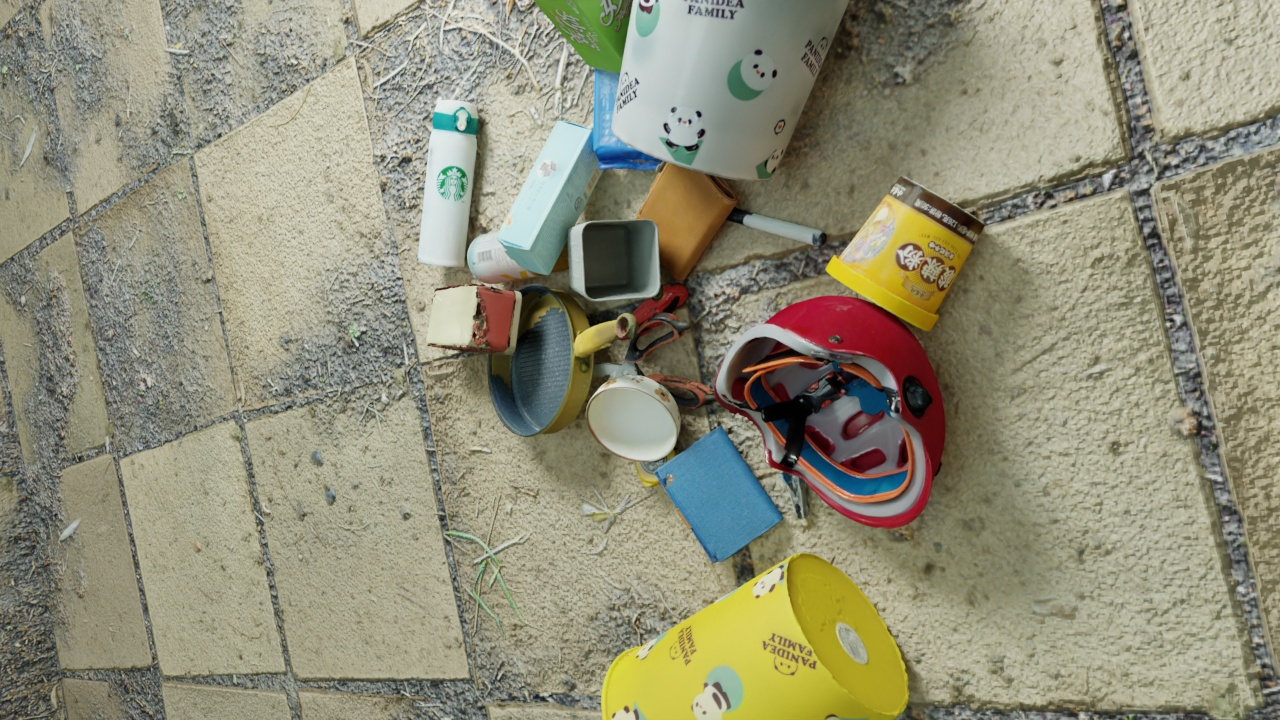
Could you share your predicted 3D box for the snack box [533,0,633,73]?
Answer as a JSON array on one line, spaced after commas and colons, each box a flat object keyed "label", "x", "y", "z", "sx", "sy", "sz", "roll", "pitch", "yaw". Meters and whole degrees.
[{"label": "snack box", "x": -0.023, "y": -0.443, "z": 0.987, "sx": 0.070, "sy": 0.157, "sz": 0.210, "roll": 22, "pitch": 84, "yaw": 30}]

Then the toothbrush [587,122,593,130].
[{"label": "toothbrush", "x": -0.070, "y": -0.281, "z": 1.164, "sx": 0.192, "sy": 0.016, "sz": 0.018, "roll": -32, "pitch": 87, "yaw": 34}]

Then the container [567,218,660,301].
[{"label": "container", "x": -0.037, "y": -0.120, "z": 1.082, "sx": 0.114, "sy": 0.090, "sz": 0.090, "roll": -152, "pitch": 59, "yaw": -72}]

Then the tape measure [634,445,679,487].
[{"label": "tape measure", "x": 0.022, "y": 0.124, "z": 1.133, "sx": 0.060, "sy": 0.029, "sz": 0.057, "roll": -30, "pitch": 73, "yaw": 16}]

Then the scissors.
[{"label": "scissors", "x": 0.001, "y": 0.011, "z": 1.117, "sx": 0.227, "sy": 0.015, "sz": 0.189, "roll": 19, "pitch": 133, "yaw": 21}]

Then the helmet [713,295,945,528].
[{"label": "helmet", "x": 0.212, "y": 0.035, "z": 0.919, "sx": 0.240, "sy": 0.143, "sz": 0.208, "roll": 49, "pitch": 147, "yaw": -2}]

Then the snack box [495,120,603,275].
[{"label": "snack box", "x": -0.106, "y": -0.196, "z": 1.112, "sx": 0.052, "sy": 0.074, "sz": 0.174, "roll": 21, "pitch": 77, "yaw": 20}]

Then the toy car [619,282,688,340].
[{"label": "toy car", "x": 0.012, "y": -0.055, "z": 1.109, "sx": 0.107, "sy": 0.049, "sz": 0.031, "roll": -40, "pitch": 71, "yaw": 30}]

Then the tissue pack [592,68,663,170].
[{"label": "tissue pack", "x": -0.006, "y": -0.304, "z": 1.082, "sx": 0.095, "sy": 0.052, "sz": 0.157, "roll": 4, "pitch": 101, "yaw": 13}]

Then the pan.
[{"label": "pan", "x": -0.095, "y": -0.011, "z": 1.120, "sx": 0.358, "sy": 0.078, "sz": 0.197, "roll": -12, "pitch": 78, "yaw": 49}]

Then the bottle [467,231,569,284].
[{"label": "bottle", "x": -0.139, "y": -0.143, "z": 1.195, "sx": 0.190, "sy": 0.067, "sz": 0.068, "roll": -6, "pitch": 92, "yaw": 33}]

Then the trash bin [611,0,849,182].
[{"label": "trash bin", "x": 0.088, "y": -0.332, "z": 0.929, "sx": 0.230, "sy": 0.229, "sz": 0.252, "roll": 32, "pitch": 118, "yaw": 29}]

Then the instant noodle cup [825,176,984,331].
[{"label": "instant noodle cup", "x": 0.261, "y": -0.106, "z": 0.891, "sx": 0.118, "sy": 0.118, "sz": 0.114, "roll": 39, "pitch": 107, "yaw": 26}]

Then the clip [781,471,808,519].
[{"label": "clip", "x": 0.177, "y": 0.150, "z": 1.030, "sx": 0.045, "sy": 0.027, "sz": 0.058, "roll": -10, "pitch": 89, "yaw": 28}]

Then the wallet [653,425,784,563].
[{"label": "wallet", "x": 0.090, "y": 0.159, "z": 1.075, "sx": 0.106, "sy": 0.040, "sz": 0.133, "roll": -38, "pitch": 77, "yaw": 17}]

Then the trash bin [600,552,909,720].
[{"label": "trash bin", "x": 0.126, "y": 0.350, "z": 0.978, "sx": 0.256, "sy": 0.229, "sz": 0.229, "roll": -43, "pitch": 71, "yaw": 24}]

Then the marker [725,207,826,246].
[{"label": "marker", "x": 0.146, "y": -0.151, "z": 1.021, "sx": 0.131, "sy": 0.022, "sz": 0.018, "roll": 21, "pitch": 78, "yaw": 33}]

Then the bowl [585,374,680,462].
[{"label": "bowl", "x": -0.003, "y": 0.059, "z": 1.095, "sx": 0.113, "sy": 0.062, "sz": 0.114, "roll": 11, "pitch": 130, "yaw": 13}]

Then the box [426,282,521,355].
[{"label": "box", "x": -0.233, "y": -0.053, "z": 1.224, "sx": 0.169, "sy": 0.080, "sz": 0.091, "roll": 2, "pitch": 84, "yaw": 57}]

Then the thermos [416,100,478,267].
[{"label": "thermos", "x": -0.265, "y": -0.245, "z": 1.274, "sx": 0.073, "sy": 0.073, "sz": 0.224, "roll": 17, "pitch": 104, "yaw": 33}]

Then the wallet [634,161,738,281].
[{"label": "wallet", "x": 0.047, "y": -0.174, "z": 1.069, "sx": 0.108, "sy": 0.031, "sz": 0.132, "roll": 52, "pitch": 134, "yaw": 20}]
